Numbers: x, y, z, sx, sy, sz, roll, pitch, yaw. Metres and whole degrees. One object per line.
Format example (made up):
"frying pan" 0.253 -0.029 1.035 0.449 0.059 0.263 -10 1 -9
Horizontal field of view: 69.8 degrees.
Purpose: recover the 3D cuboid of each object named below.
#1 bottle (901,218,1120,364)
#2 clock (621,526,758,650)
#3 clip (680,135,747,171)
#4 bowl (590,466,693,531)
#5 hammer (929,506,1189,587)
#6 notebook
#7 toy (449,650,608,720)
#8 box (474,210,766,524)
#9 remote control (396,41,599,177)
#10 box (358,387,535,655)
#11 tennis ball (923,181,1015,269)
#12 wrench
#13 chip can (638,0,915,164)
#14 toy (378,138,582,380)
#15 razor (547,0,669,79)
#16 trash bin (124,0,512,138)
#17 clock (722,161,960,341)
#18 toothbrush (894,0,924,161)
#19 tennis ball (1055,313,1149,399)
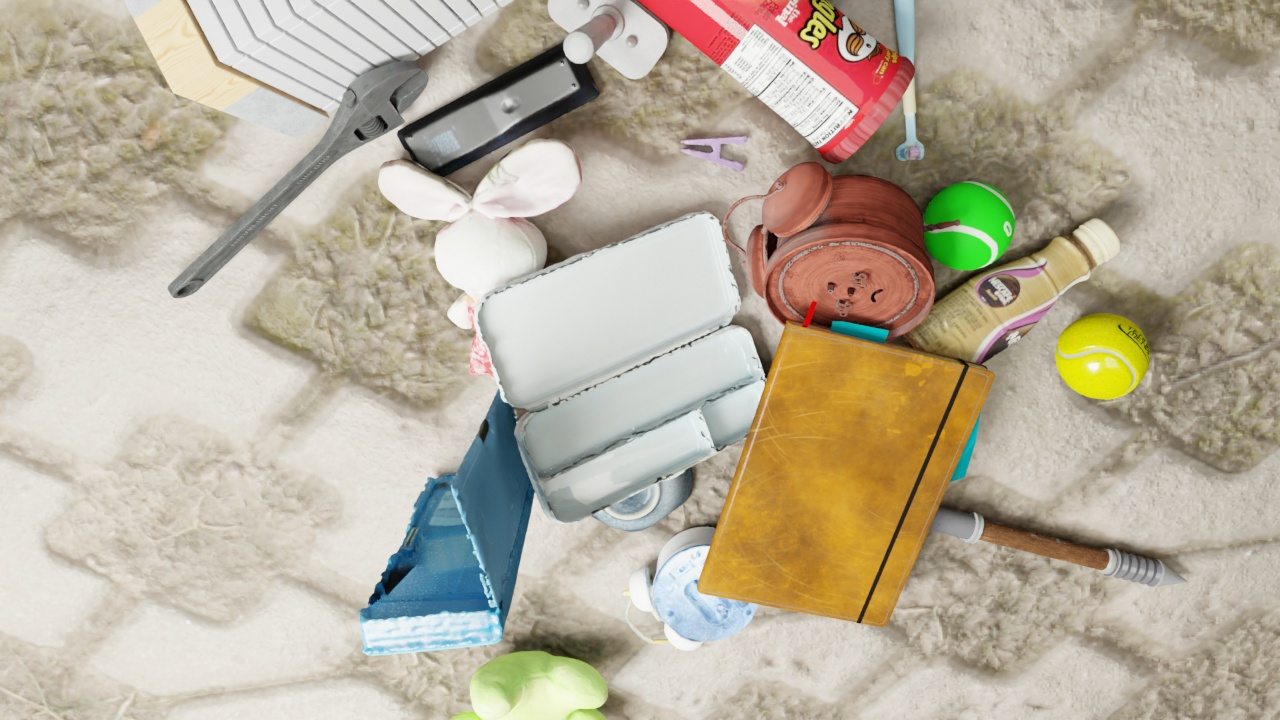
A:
"bottle" 0.283 -0.048 0.700 0.166 0.059 0.059 -35 103 9
"clock" 0.043 0.195 0.775 0.125 0.052 0.089 -38 104 10
"clip" 0.058 -0.154 0.693 0.051 0.014 0.043 -19 108 2
"bowl" -0.009 0.096 0.744 0.110 0.055 0.110 0 106 -1
"hammer" 0.315 0.150 0.771 0.322 0.043 0.156 15 106 -7
"notebook" 0.163 0.089 0.704 0.178 0.014 0.250 13 110 -9
"toy" -0.099 0.337 0.797 0.150 0.107 0.197 1 117 -24
"box" -0.006 0.005 0.688 0.209 0.045 0.191 -26 107 -20
"remote control" -0.106 -0.183 0.678 0.150 0.022 0.047 -26 104 8
"box" -0.133 0.097 0.653 0.094 0.231 0.112 -6 105 2
"tennis ball" 0.243 -0.100 0.681 0.065 0.065 0.065 0 106 0
"wrench" -0.258 -0.127 0.673 0.274 0.073 0.018 -36 86 18
"chip can" 0.080 -0.234 0.632 0.213 0.087 0.087 36 103 -9
"toy" -0.106 -0.064 0.685 0.159 0.084 0.194 -7 111 17
"razor" -0.030 -0.221 0.619 0.088 0.116 0.047 35 118 -10
"trash bin" -0.182 -0.275 0.572 0.247 0.142 0.142 -28 90 8
"clock" 0.136 -0.078 0.661 0.157 0.072 0.121 14 146 -2
"toothbrush" 0.194 -0.224 0.670 0.022 0.016 0.155 5 111 38
"tennis ball" 0.357 -0.003 0.709 0.065 0.065 0.065 0 106 0
